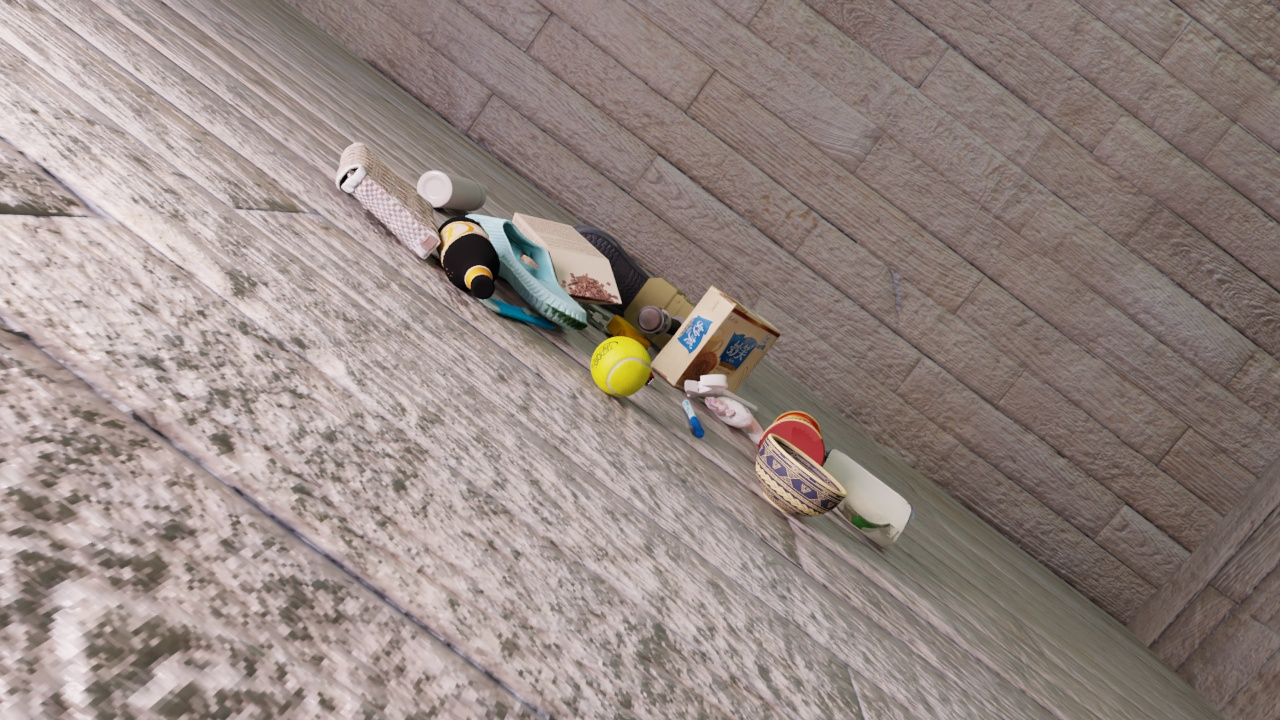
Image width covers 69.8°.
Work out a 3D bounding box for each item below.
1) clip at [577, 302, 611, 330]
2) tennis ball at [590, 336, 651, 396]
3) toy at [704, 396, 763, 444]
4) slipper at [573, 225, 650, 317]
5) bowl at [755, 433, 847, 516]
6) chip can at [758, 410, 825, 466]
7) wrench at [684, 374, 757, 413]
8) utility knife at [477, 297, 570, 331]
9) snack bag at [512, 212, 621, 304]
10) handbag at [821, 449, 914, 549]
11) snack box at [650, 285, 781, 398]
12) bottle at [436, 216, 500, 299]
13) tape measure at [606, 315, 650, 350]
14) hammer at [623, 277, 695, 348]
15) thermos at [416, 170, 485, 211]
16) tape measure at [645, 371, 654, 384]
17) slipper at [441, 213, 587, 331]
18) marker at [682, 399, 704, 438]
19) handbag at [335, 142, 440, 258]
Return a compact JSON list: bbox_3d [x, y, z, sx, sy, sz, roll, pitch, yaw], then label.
[{"bbox_3d":[-0.080,-0.077,1.355,0.076,0.043,0.023,36,7,0],"label":"clip"},{"bbox_3d":[-0.021,0.007,1.000,0.065,0.065,0.065,36,9,-6],"label":"tennis ball"},{"bbox_3d":[0.138,0.079,1.358,0.125,0.037,0.076,35,3,-40],"label":"toy"},{"bbox_3d":[-0.074,-0.161,1.579,0.083,0.111,0.268,40,5,39],"label":"slipper"},{"bbox_3d":[0.178,0.144,1.075,0.112,0.061,0.112,36,8,-6],"label":"bowl"},{"bbox_3d":[0.218,0.118,1.304,0.087,0.087,0.213,38,7,8],"label":"chip can"},{"bbox_3d":[0.134,0.058,1.426,0.273,0.066,0.018,29,54,-64],"label":"wrench"},{"bbox_3d":[-0.129,-0.052,1.068,0.031,0.015,0.206,45,9,19],"label":"utility knife"},{"bbox_3d":[-0.110,-0.131,1.293,0.094,0.070,0.206,8,24,-33],"label":"snack bag"},{"bbox_3d":[0.306,0.195,1.282,0.151,0.074,0.176,38,9,8],"label":"handbag"},{"bbox_3d":[0.122,-0.018,1.422,0.055,0.153,0.207,42,10,28],"label":"snack box"},{"bbox_3d":[-0.181,-0.104,0.980,0.059,0.059,0.181,32,9,-27],"label":"bottle"},{"bbox_3d":[-0.024,-0.040,1.369,0.059,0.030,0.068,42,5,29],"label":"tape measure"},{"bbox_3d":[0.047,-0.056,1.470,0.190,0.101,0.324,38,7,11],"label":"hammer"},{"bbox_3d":[-0.288,-0.260,1.424,0.052,0.052,0.224,37,8,-1],"label":"thermos"},{"bbox_3d":[-0.007,0.007,1.223,0.059,0.019,0.051,43,6,-2],"label":"tape measure"},{"bbox_3d":[-0.149,-0.123,1.150,0.276,0.069,0.116,38,3,39],"label":"slipper"},{"bbox_3d":[0.067,0.074,1.187,0.013,0.013,0.141,35,8,-11],"label":"marker"},{"bbox_3d":[-0.285,-0.181,1.030,0.124,0.047,0.185,42,6,-25],"label":"handbag"}]
